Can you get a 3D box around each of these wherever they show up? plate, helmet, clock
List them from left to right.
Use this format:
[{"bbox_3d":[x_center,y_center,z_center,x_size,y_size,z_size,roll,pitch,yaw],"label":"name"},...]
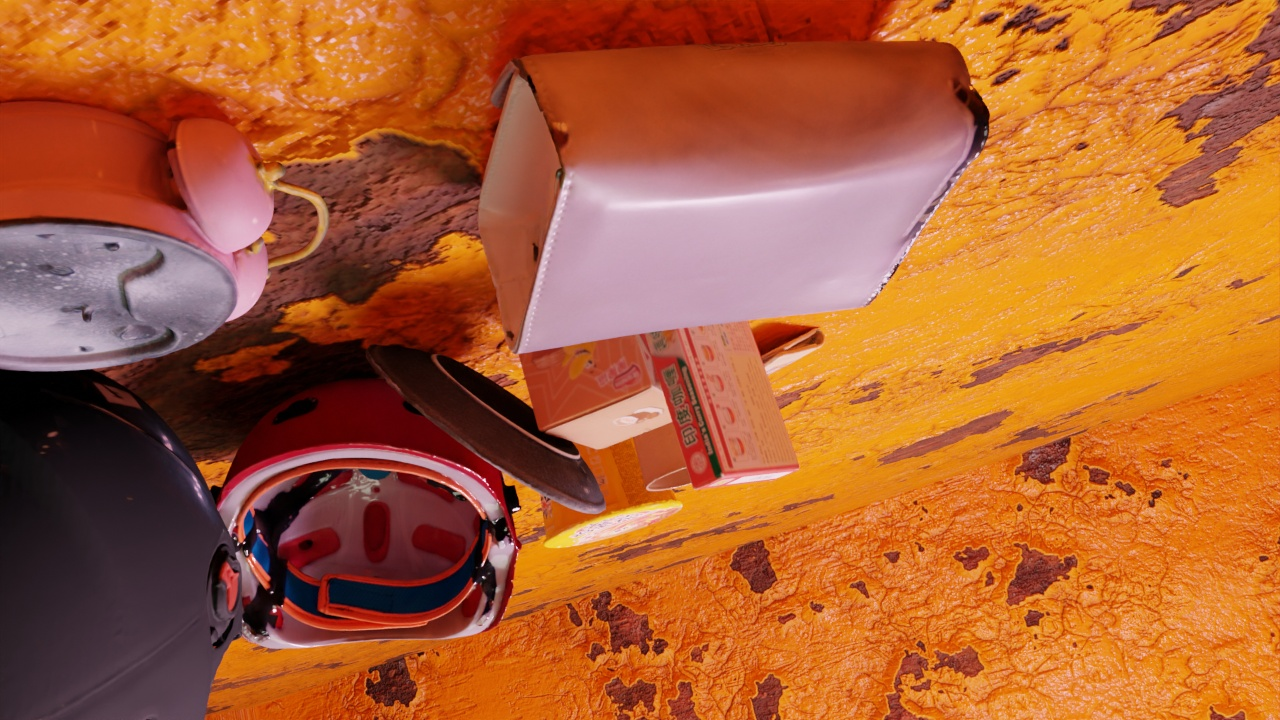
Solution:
[{"bbox_3d":[-0.315,0.101,0.429,0.233,0.230,0.274,2,176,6],"label":"helmet"},{"bbox_3d":[-0.203,-0.047,0.359,0.158,0.059,0.117,-6,158,-26],"label":"clock"},{"bbox_3d":[-0.191,0.091,0.652,0.207,0.143,0.241,-1,133,-12],"label":"helmet"},{"bbox_3d":[-0.090,0.036,0.579,0.024,0.179,0.179,-54,158,-1],"label":"plate"}]

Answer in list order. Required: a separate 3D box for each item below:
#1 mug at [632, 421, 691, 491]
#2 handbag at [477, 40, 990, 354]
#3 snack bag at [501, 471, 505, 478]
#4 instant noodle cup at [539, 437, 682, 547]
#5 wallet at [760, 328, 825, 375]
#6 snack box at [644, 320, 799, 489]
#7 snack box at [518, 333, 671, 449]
[{"bbox_3d":[0.049,0.043,0.783,0.125,0.103,0.084,-20,162,8],"label":"mug"},{"bbox_3d":[0.034,-0.079,0.414,0.196,0.098,0.145,-9,162,-20],"label":"handbag"},{"bbox_3d":[-0.225,0.134,0.878,0.190,0.039,0.111,-7,141,-35],"label":"snack bag"},{"bbox_3d":[-0.041,0.111,0.894,0.138,0.109,0.138,-16,162,-5],"label":"instant noodle cup"},{"bbox_3d":[0.104,0.008,0.841,0.115,0.024,0.087,-31,175,38],"label":"wallet"},{"bbox_3d":[0.042,-0.001,0.560,0.076,0.155,0.027,2,154,-46],"label":"snack box"},{"bbox_3d":[-0.025,-0.003,0.592,0.077,0.094,0.092,-22,161,14],"label":"snack box"}]
